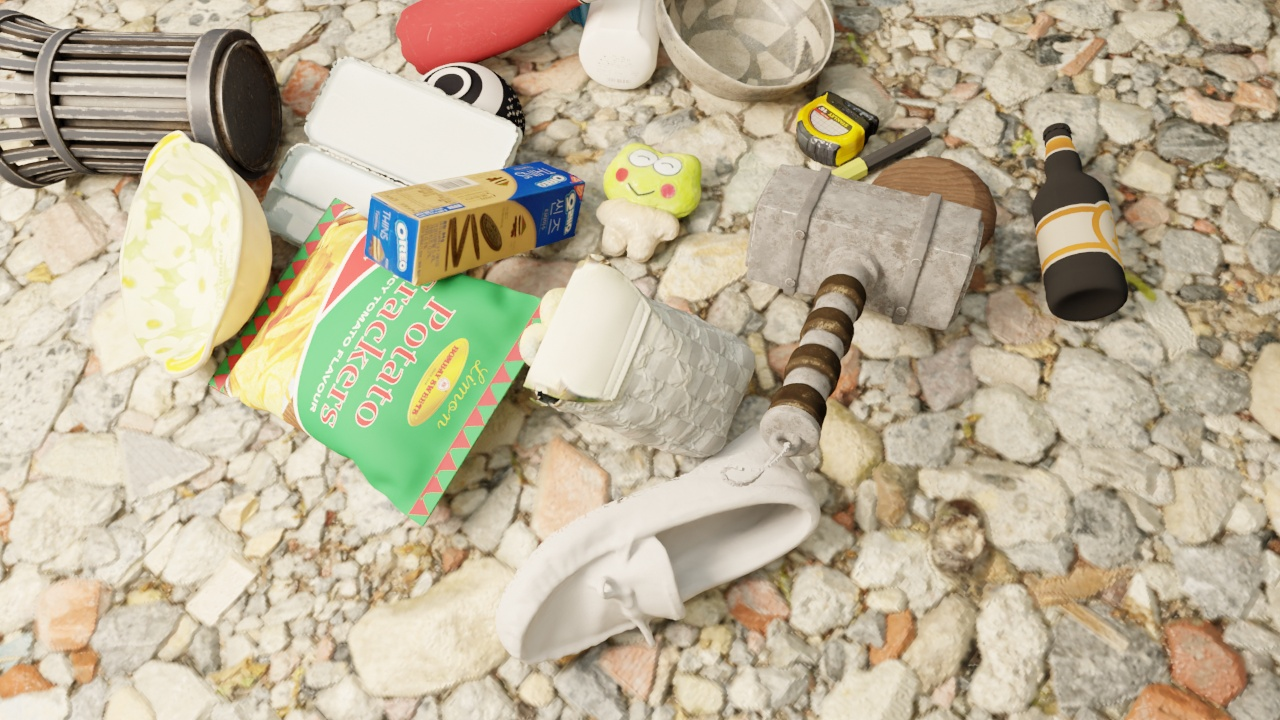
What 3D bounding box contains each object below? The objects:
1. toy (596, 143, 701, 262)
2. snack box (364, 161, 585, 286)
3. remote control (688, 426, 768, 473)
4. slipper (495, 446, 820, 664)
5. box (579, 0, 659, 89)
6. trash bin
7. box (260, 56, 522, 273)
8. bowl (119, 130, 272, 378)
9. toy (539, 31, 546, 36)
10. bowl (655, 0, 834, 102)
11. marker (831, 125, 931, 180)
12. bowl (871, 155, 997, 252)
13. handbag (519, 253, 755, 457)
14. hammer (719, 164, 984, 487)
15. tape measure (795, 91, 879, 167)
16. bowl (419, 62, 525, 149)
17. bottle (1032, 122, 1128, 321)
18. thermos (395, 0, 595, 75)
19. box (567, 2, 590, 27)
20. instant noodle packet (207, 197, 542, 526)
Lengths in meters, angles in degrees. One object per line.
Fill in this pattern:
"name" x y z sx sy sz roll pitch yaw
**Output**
"toy" 0.005 -0.143 0.829 0.092 0.046 0.115 18 73 11
"snack box" -0.128 -0.119 0.761 0.057 0.056 0.206 28 31 24
"remote control" 0.049 0.099 0.714 0.130 0.012 0.033 -35 64 -12
"slipper" 0.015 0.145 0.652 0.246 0.112 0.074 -24 22 -10
"box" -0.017 -0.347 0.880 0.080 0.150 0.106 4 60 6
"trash bin" -0.478 -0.244 0.873 0.227 0.164 0.164 2 62 3
"box" -0.231 -0.167 0.841 0.209 0.037 0.188 22 82 11
"bowl" -0.381 -0.090 0.804 0.189 0.060 0.219 -22 73 32
"toy" -0.133 -0.382 0.952 0.106 0.074 0.085 50 40 -2
"bowl" 0.090 -0.313 0.882 0.178 0.081 0.178 6 68 -16
"marker" 0.214 -0.181 0.842 0.123 0.017 0.021 -28 96 -10
"bowl" 0.256 -0.139 0.807 0.118 0.030 0.117 -3 62 5
"handbag" -0.004 0.004 0.702 0.123 0.171 0.112 12 79 55
"hammer" 0.139 -0.024 0.671 0.177 0.080 0.325 17 44 14
"tape measure" 0.176 -0.211 0.850 0.065 0.037 0.064 35 70 24
"bowl" -0.177 -0.244 0.888 0.120 0.066 0.120 -3 62 5
"bottle" 0.362 -0.124 0.772 0.059 0.059 0.181 1 62 6
"thermos" -0.127 -0.338 0.881 0.240 0.073 0.073 -7 58 31
"box" -0.010 -0.463 0.972 0.052 0.093 0.231 33 71 20
"instant noodle packet" -0.217 -0.011 0.750 0.253 0.090 0.195 27 80 23
